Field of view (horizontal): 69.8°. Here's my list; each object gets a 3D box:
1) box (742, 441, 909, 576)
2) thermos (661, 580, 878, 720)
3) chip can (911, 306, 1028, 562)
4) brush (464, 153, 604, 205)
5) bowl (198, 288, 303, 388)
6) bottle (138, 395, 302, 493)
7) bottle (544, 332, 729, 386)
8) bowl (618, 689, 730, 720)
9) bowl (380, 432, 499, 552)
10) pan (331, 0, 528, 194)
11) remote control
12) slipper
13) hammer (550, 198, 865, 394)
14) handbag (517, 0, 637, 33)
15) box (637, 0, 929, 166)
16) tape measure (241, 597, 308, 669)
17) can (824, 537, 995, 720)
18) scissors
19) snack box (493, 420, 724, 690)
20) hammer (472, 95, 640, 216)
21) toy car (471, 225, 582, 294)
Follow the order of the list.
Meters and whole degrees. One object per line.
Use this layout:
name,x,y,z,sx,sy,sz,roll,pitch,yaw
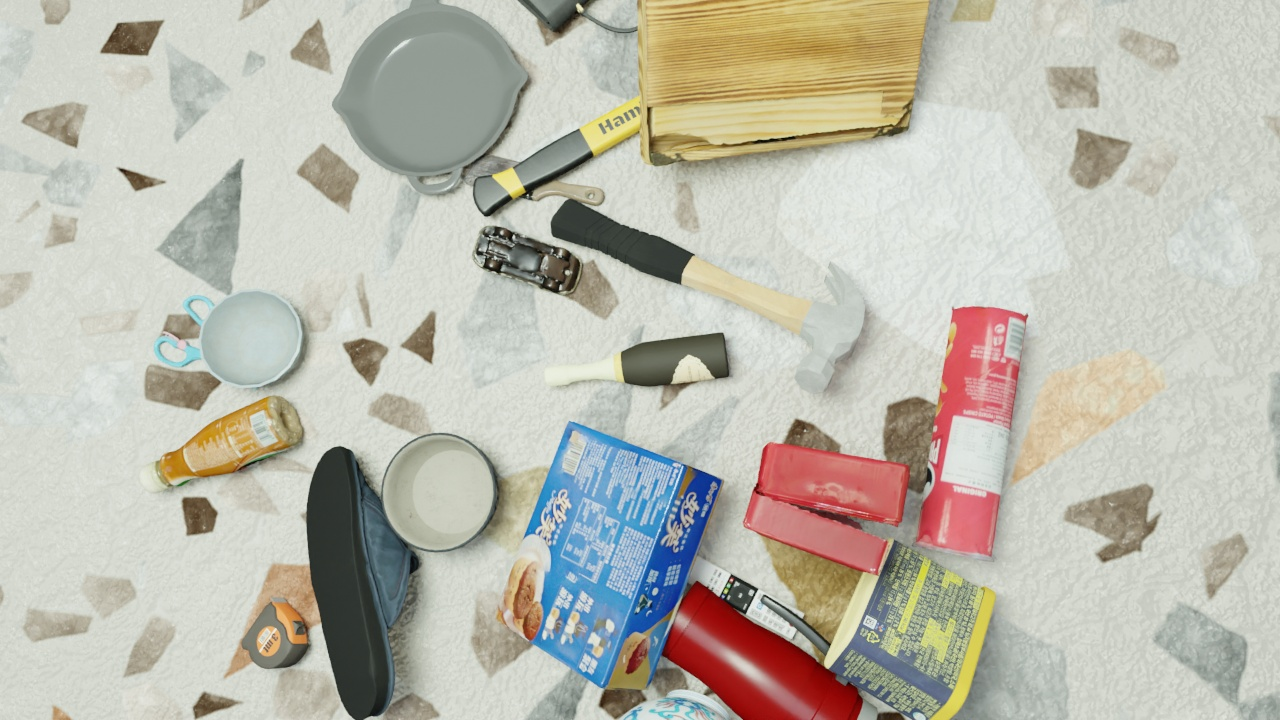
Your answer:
box,0.164,0.123,0.827,0.130,0.157,0.097,14,88,7
thermos,0.120,0.283,0.847,0.198,0.084,0.108,33,94,12
chip can,0.309,0.065,0.858,0.073,0.073,0.233,10,83,8
brush,-0.111,-0.188,0.973,0.151,0.012,0.039,15,84,8
bowl,-0.406,-0.020,0.971,0.106,0.039,0.106,0,79,-1
bottle,-0.440,0.093,0.955,0.167,0.059,0.059,-24,80,4
bottle,-0.005,0.005,0.918,0.184,0.045,0.045,-7,82,6
bowl,0.041,0.353,0.842,0.144,0.144,0.074,22,46,9
bowl,-0.193,0.132,0.919,0.115,0.059,0.115,-1,83,7
pan,-0.232,-0.350,1.003,0.216,0.024,0.354,-6,82,6
remote control,0.097,0.228,0.894,0.124,0.012,0.028,27,87,10
slipper,-0.267,0.214,0.916,0.109,0.083,0.265,-38,61,39
hammer,0.061,-0.084,0.910,0.328,0.039,0.130,24,59,15
handbag,-0.053,-0.430,0.973,0.176,0.072,0.196,-41,84,1
box,0.108,-0.390,0.886,0.279,0.285,0.337,-8,123,-11
tape measure,-0.366,0.283,0.935,0.059,0.038,0.058,32,87,24
can,0.239,0.240,0.816,0.104,0.075,0.134,29,46,12
scissors,-0.457,-0.023,1.000,0.142,0.015,0.095,17,85,3
snack box,-0.032,0.177,0.854,0.155,0.069,0.202,16,84,41
hammer,-0.028,-0.237,0.953,0.324,0.034,0.170,-29,82,0
toy car,-0.117,-0.103,0.953,0.113,0.040,0.048,19,85,-9
